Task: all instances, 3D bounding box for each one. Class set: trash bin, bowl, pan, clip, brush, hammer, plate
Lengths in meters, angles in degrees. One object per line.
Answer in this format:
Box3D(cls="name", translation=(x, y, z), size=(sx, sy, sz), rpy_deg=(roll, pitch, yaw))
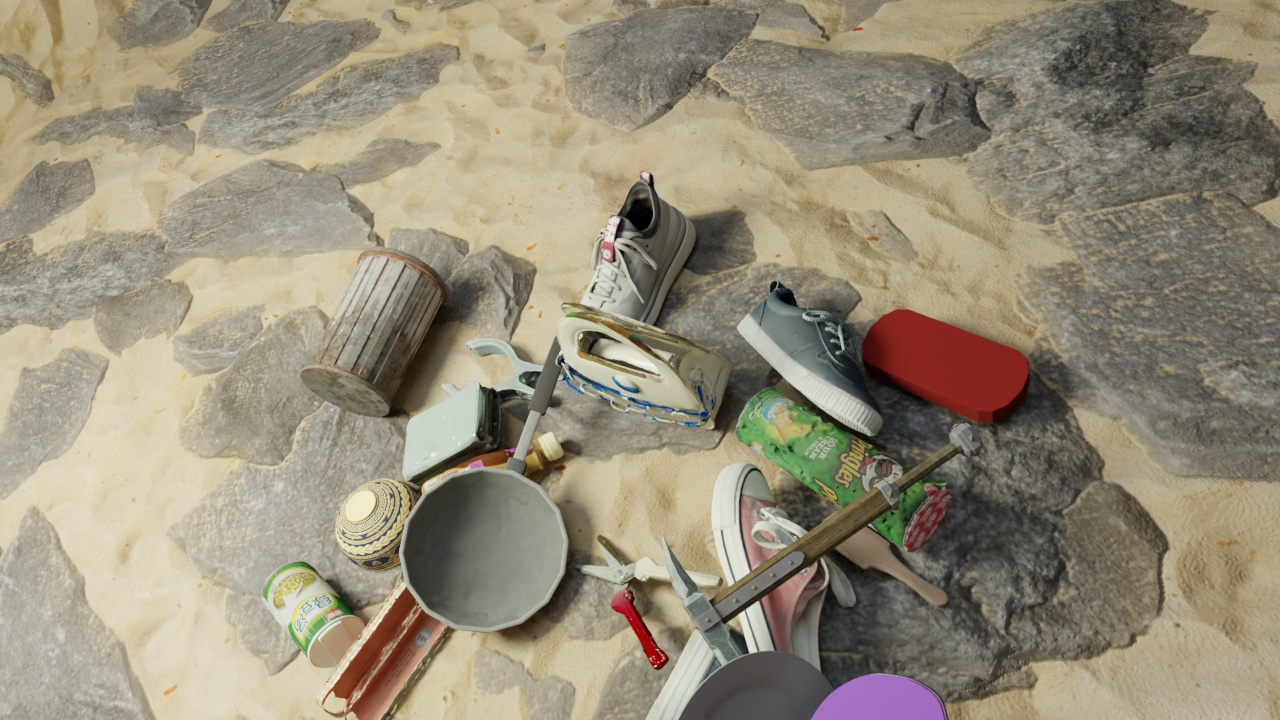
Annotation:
Box3D(cls="trash bin", translation=(-0.354, -0.045, 1.241), size=(0.131, 0.131, 0.210), rpy_deg=(4, 59, 25))
Box3D(cls="bowl", translation=(-0.318, 0.187, 1.097), size=(0.112, 0.061, 0.112), rpy_deg=(-11, 52, 15))
Box3D(cls="pan", translation=(-0.143, 0.130, 1.034), size=(0.178, 0.041, 0.356), rpy_deg=(18, 65, -1))
Box3D(cls="clip", translation=(-0.167, -0.002, 1.196), size=(0.172, 0.029, 0.141), rpy_deg=(2, 58, 24))
Box3D(cls="brush", translation=(0.233, 0.196, 0.886), size=(0.136, 0.015, 0.049), rpy_deg=(34, 41, 29))
Box3D(cls="hammer", translation=(0.177, 0.146, 0.824), size=(0.316, 0.028, 0.147), rpy_deg=(-32, 79, -10))
Box3D(cls="brush", translation=(0.322, 0.008, 0.975), size=(0.173, 0.042, 0.082), rpy_deg=(27, 69, 35))
Box3D(cls="plate", translation=(0.097, 0.331, 0.764), size=(0.178, 0.178, 0.012), rpy_deg=(-51, 19, -18))

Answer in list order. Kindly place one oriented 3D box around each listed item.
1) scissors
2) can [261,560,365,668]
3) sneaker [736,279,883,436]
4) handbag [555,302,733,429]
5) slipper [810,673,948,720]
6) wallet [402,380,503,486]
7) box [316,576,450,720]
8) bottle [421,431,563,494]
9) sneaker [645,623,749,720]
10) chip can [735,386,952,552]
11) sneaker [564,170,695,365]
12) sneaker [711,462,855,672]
Box3D(cls="scissors", translation=(0.003, 0.231, 0.925), size=(0.180, 0.015, 0.193), rpy_deg=(-27, 37, 22))
Box3D(cls="can", translation=(-0.372, 0.287, 1.042), size=(0.121, 0.067, 0.067), rpy_deg=(30, 71, 37))
Box3D(cls="sneaker", translation=(0.196, -0.008, 0.999), size=(0.087, 0.089, 0.235), rpy_deg=(-50, 44, 9))
Box3D(cls="handbag", translation=(-0.006, 0.006, 1.011), size=(0.201, 0.199, 0.093), rpy_deg=(14, 74, 32))
Box3D(cls="slipper", translation=(0.175, 0.382, 0.743), size=(0.107, 0.084, 0.266), rpy_deg=(14, 83, 30))
Box3D(cls="wallet", translation=(-0.232, 0.092, 1.129), size=(0.132, 0.054, 0.100), rpy_deg=(-24, 43, 21))
Box3D(cls="box", translation=(-0.265, 0.309, 0.991), size=(0.186, 0.083, 0.043), rpy_deg=(-56, 25, -19))
Box3D(cls="bottle", translation=(-0.170, 0.134, 1.078), size=(0.166, 0.060, 0.059), rpy_deg=(-27, 49, -9))
Box3D(cls="sneaker", translation=(0.046, 0.327, 0.804), size=(0.079, 0.088, 0.234), rpy_deg=(24, 37, 13))
Box3D(cls="chip can", translation=(0.199, 0.104, 0.936), size=(0.223, 0.075, 0.075), rpy_deg=(32, 72, 36))
Box3D(cls="sneaker", translation=(-0.027, -0.112, 1.154), size=(0.097, 0.129, 0.262), rpy_deg=(19, 68, 36))
Box3D(cls="sneaker", translation=(0.137, 0.196, 0.877), size=(0.088, 0.118, 0.240), rpy_deg=(-31, 52, 26))
